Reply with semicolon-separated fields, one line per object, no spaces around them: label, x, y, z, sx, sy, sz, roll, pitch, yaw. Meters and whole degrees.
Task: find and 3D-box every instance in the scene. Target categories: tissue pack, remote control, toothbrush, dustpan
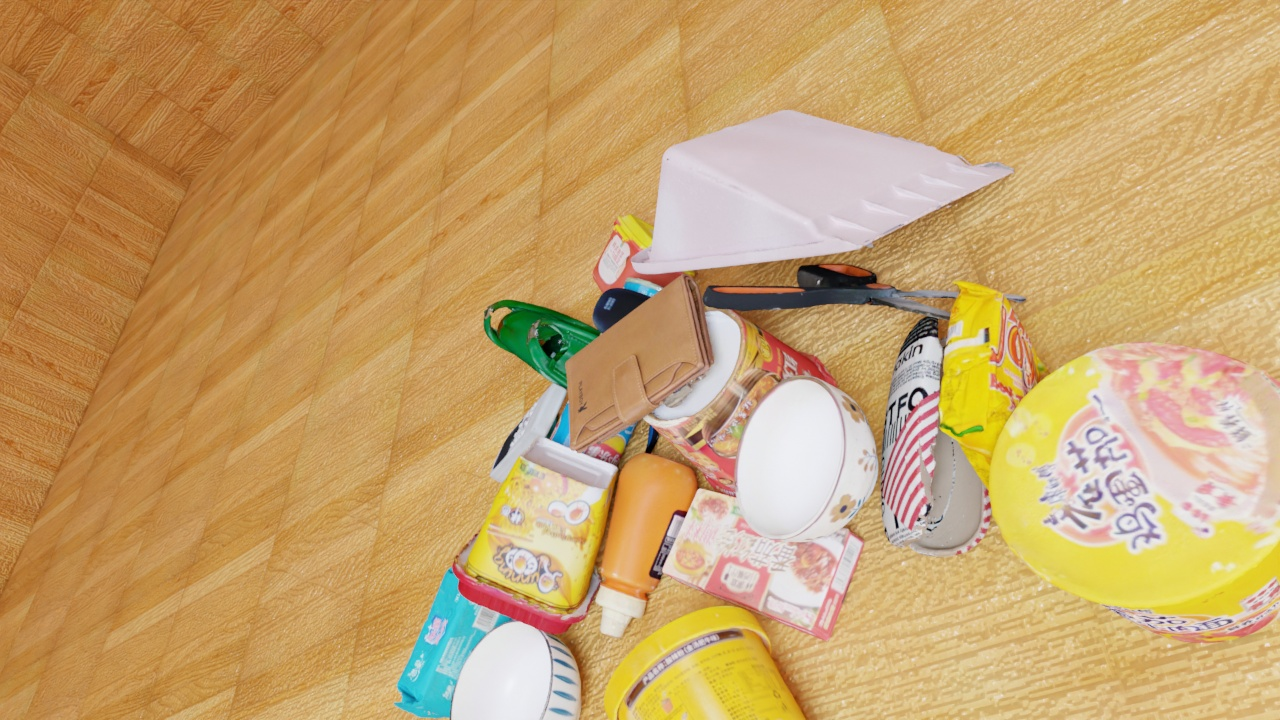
tissue pack;-0.149;0.251;0.803;0.050;0.093;0.133;2;62;45
remote control;-0.115;0.074;0.916;0.150;0.021;0.058;-45;18;54
toothbrush;0.015;0.056;0.850;0.014;0.016;0.189;-30;39;42
remote control;0.022;-0.023;0.813;0.024;0.136;0.053;106;-171;-81
dustpan;0.126;-0.108;0.755;0.222;0.139;0.273;-24;42;-36

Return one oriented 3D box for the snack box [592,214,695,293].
snack box;-0.002;-0.093;0.932;0.080;0.082;0.091;-54;33;16

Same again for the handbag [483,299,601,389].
handbag;-0.087;-0.017;0.928;0.131;0.120;0.068;30;91;52

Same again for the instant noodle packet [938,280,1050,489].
instant noodle packet;0.218;0.023;0.552;0.044;0.128;0.110;-11;52;37

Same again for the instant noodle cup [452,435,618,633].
instant noodle cup;-0.078;0.138;0.756;0.116;0.116;0.124;-51;-18;-78

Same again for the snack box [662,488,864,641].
snack box;0.087;0.147;0.682;0.153;0.025;0.075;8;67;50

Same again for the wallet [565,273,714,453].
wallet;-0.004;0.004;0.711;0.132;0.031;0.107;-35;38;26

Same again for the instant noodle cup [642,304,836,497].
instant noodle cup;0.067;0.027;0.731;0.138;0.108;0.137;-29;43;30

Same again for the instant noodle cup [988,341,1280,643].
instant noodle cup;0.268;0.076;0.469;0.138;0.109;0.137;-29;42;30

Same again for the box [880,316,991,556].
box;0.205;0.053;0.618;0.075;0.082;0.163;116;166;-61

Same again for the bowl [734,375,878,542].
bowl;0.122;0.071;0.632;0.114;0.062;0.113;-39;43;49

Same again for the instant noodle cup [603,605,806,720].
instant noodle cup;0.053;0.237;0.578;0.118;0.118;0.114;-47;44;9

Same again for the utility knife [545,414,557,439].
utility knife;-0.090;0.092;0.934;0.029;0.013;0.166;-36;37;19

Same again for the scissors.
scissors;0.159;-0.048;0.682;0.220;0.234;0.022;-83;-7;-76

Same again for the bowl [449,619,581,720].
bowl;-0.091;0.276;0.741;0.117;0.066;0.116;-27;45;30

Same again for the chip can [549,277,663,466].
chip can;-0.027;0.031;0.851;0.071;0.071;0.210;15;77;52

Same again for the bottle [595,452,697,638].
bottle;-0.002;0.153;0.751;0.067;0.066;0.149;6;73;50
